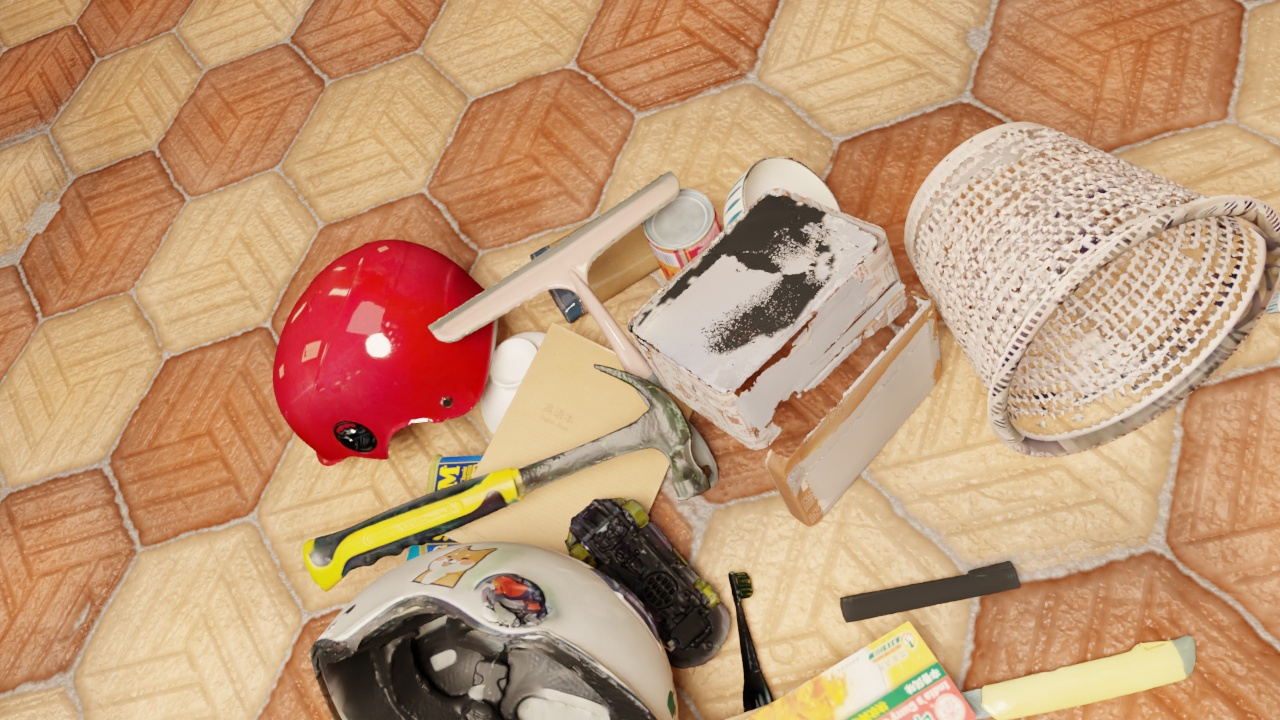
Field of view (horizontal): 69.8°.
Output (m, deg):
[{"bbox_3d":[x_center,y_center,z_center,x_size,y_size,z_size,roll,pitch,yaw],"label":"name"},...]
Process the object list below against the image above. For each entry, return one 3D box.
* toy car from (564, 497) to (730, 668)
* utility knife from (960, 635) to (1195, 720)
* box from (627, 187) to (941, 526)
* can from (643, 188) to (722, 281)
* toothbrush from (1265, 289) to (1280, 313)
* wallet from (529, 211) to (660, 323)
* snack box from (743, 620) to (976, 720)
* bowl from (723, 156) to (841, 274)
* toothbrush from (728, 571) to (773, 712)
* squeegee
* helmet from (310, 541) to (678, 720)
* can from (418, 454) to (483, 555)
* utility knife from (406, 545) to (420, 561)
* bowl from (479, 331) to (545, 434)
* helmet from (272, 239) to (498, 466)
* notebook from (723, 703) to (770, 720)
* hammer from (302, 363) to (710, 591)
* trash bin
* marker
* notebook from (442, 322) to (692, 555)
[{"bbox_3d":[0.004,0.178,0.740,0.070,0.042,0.158,-38,74,-17],"label":"toy car"},{"bbox_3d":[0.286,0.229,0.642,0.206,0.021,0.031,-13,60,2],"label":"utility knife"},{"bbox_3d":[0.129,0.002,0.731,0.183,0.193,0.157,-43,46,-10],"label":"box"},{"bbox_3d":[0.046,-0.106,0.851,0.066,0.094,0.066,-8,61,14],"label":"can"},{"bbox_3d":[0.549,-0.127,0.737,0.027,0.026,0.220,34,76,-8],"label":"toothbrush"},{"bbox_3d":[-0.044,-0.099,0.914,0.115,0.033,0.090,-32,61,-1],"label":"wallet"},{"bbox_3d":[0.145,0.256,0.641,0.155,0.027,0.077,-29,60,-6],"label":"snack box"},{"bbox_3d":[0.122,-0.120,0.837,0.066,0.116,0.116,-33,44,54],"label":"bowl"},{"bbox_3d":[0.091,0.262,0.690,0.027,0.026,0.212,0,59,-14],"label":"toothbrush"},{"bbox_3d":[-0.005,0.004,0.769,0.247,0.040,0.249,-35,93,-7],"label":"squeegee"},{"bbox_3d":[-0.091,0.224,0.677,0.274,0.230,0.156,-1,31,16],"label":"helmet"},{"bbox_3d":[-0.142,0.133,0.813,0.083,0.057,0.102,-5,63,13],"label":"can"},{"bbox_3d":[-0.200,0.202,0.817,0.034,0.018,0.204,0,66,20],"label":"utility knife"},{"bbox_3d":[-0.108,0.015,0.857,0.118,0.065,0.118,-8,62,15],"label":"bowl"},{"bbox_3d":[-0.256,-0.019,0.847,0.240,0.144,0.206,-27,36,18],"label":"helmet"},{"bbox_3d":[0.135,0.305,0.639,0.207,0.008,0.147,-18,59,-4],"label":"notebook"},{"bbox_3d":[-0.116,0.102,0.734,0.323,0.032,0.126,-21,86,2],"label":"hammer"},{"bbox_3d":[0.312,-0.071,0.693,0.227,0.227,0.192,-29,46,2],"label":"trash bin"},{"bbox_3d":[0.217,0.176,0.693,0.132,0.022,0.020,-15,24,11],"label":"marker"},{"bbox_3d":[-0.055,0.087,0.792,0.149,0.012,0.211,26,70,-1],"label":"notebook"}]
